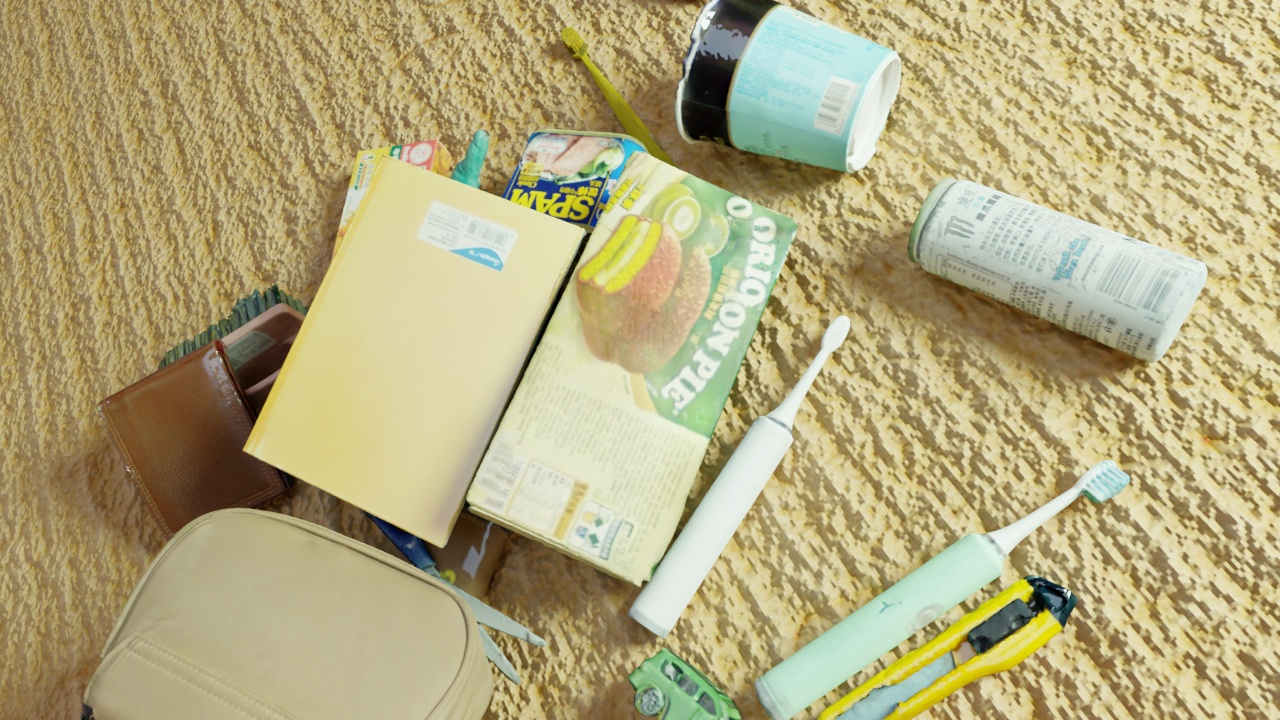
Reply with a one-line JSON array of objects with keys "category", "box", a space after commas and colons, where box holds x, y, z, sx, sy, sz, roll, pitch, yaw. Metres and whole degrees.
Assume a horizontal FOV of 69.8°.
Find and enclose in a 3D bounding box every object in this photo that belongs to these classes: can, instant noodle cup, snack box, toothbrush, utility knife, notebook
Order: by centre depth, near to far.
[{"category": "utility knife", "box": [0.156, 0.159, 0.471, 0.154, 0.015, 0.033, -35, 56, 3]}, {"category": "toothbrush", "box": [0.157, 0.119, 0.484, 0.224, 0.026, 0.027, -35, 37, 2]}, {"category": "can", "box": [0.230, -0.054, 0.517, 0.147, 0.058, 0.058, 29, 79, 30]}, {"category": "toothbrush", "box": [0.064, 0.064, 0.546, 0.027, 0.026, 0.220, 34, 81, 5]}, {"category": "snack box", "box": [-0.003, 0.003, 0.554, 0.114, 0.063, 0.239, 24, 75, 0]}, {"category": "notebook", "box": [-0.138, -0.011, 0.557, 0.146, 0.010, 0.206, 22, 85, 13]}, {"category": "instant noodle cup", "box": [0.102, -0.180, 0.607, 0.120, 0.111, 0.111, 24, 77, 20]}, {"category": "can", "box": [-0.048, -0.115, 0.657, 0.102, 0.057, 0.083, 11, 69, 25]}, {"category": "toothbrush", "box": [-0.019, -0.200, 0.707, 0.016, 0.016, 0.190, -34, 59, 4]}, {"category": "snack box", "box": [-0.200, -0.100, 0.726, 0.077, 0.027, 0.155, -3, 65, 19]}]

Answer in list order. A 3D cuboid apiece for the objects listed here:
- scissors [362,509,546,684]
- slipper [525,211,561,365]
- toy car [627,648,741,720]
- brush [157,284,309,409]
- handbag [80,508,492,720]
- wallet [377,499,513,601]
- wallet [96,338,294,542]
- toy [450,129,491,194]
[{"category": "scissors", "box": [-0.138, 0.144, 0.565, 0.140, 0.012, 0.171, -29, 66, 6]}, {"category": "slipper", "box": [-0.165, -0.009, 0.609, 0.269, 0.083, 0.110, -34, 54, 21]}, {"category": "toy car", "box": [0.033, 0.193, 0.488, 0.036, 0.043, 0.091, -47, 59, -5]}, {"category": "brush", "box": [-0.310, 0.008, 0.699, 0.146, 0.063, 0.073, -29, 62, 8]}, {"category": "handbag", "box": [-0.188, 0.172, 0.504, 0.205, 0.100, 0.147, 18, 48, 21]}, {"category": "wallet", "box": [-0.135, 0.131, 0.592, 0.090, 0.033, 0.115, 17, 77, 26]}, {"category": "wallet", "box": [-0.320, 0.060, 0.665, 0.101, 0.032, 0.124, -26, 93, 7]}, {"category": "toy", "box": [-0.129, -0.123, 0.697, 0.092, 0.030, 0.097, 56, 128, 41]}]
